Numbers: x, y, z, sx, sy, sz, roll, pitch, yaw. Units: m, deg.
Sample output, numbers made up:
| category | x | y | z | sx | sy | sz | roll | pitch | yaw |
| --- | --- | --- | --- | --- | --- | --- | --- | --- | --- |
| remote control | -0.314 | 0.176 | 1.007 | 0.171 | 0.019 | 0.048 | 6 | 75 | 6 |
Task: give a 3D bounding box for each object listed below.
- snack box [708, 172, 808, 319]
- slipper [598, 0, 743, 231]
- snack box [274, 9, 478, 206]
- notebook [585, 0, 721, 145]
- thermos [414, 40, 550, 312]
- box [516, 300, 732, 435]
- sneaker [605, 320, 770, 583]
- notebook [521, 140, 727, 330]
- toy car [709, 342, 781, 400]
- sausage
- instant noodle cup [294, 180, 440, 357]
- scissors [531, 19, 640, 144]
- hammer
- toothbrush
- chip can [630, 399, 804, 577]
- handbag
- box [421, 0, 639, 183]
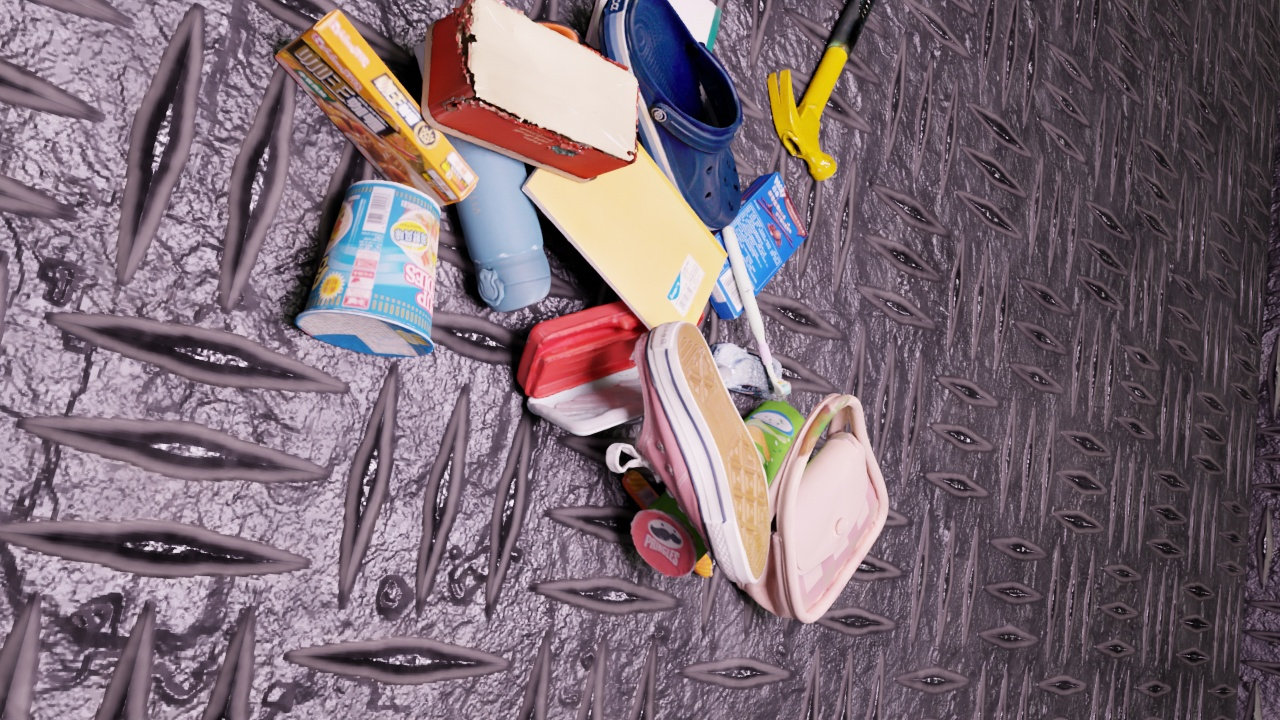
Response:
| category | x | y | z | sx | sy | sz | roll | pitch | yaw |
| --- | --- | --- | --- | --- | --- | --- | --- | --- | --- |
| snack box | 0.116 | -0.124 | 0.981 | 0.156 | 0.026 | 0.084 | -47 | 118 | -31 |
| slipper | 0.049 | -0.233 | 0.849 | 0.104 | 0.095 | 0.253 | -60 | 137 | -29 |
| snack box | -0.193 | -0.178 | 0.679 | 0.154 | 0.075 | 0.026 | 50 | 59 | -29 |
| notebook | 0.008 | -0.292 | 0.897 | 0.150 | 0.012 | 0.209 | 24 | 75 | -40 |
| thermos | -0.125 | -0.150 | 0.745 | 0.070 | 0.070 | 0.220 | -22 | 103 | -39 |
| box | -0.004 | 0.008 | 0.825 | 0.200 | 0.100 | 0.096 | -18 | 144 | -40 |
| sneaker | 0.040 | 0.083 | 0.779 | 0.118 | 0.088 | 0.241 | -46 | 119 | -55 |
| notebook | -0.004 | -0.120 | 0.811 | 0.206 | 0.010 | 0.145 | 47 | 49 | -25 |
| toy car | 0.112 | 0.012 | 0.974 | 0.105 | 0.031 | 0.049 | 15 | 78 | -38 |
| sausage | 0.029 | 0.163 | 0.906 | 0.021 | 0.021 | 0.165 | -53 | 121 | -28 |
| instant noodle cup | -0.192 | -0.069 | 0.674 | 0.099 | 0.099 | 0.109 | 21 | 69 | -39 |
| scissors | -0.034 | -0.262 | 0.840 | 0.220 | 0.022 | 0.233 | 3 | 89 | -48 |
| hammer | 0.232 | -0.363 | 1.081 | 0.129 | 0.033 | 0.300 | 43 | 63 | -34 |
| toothbrush | 0.119 | -0.050 | 0.951 | 0.029 | 0.020 | 0.189 | -60 | 131 | -70 |
| chip can | 0.086 | 0.119 | 0.905 | 0.235 | 0.072 | 0.072 | -35 | 112 | -45 |
| handbag | 0.181 | 0.133 | 0.941 | 0.192 | 0.093 | 0.234 | -41 | 139 | -36 |
| box | -0.073 | -0.204 | 0.694 | 0.168 | 0.078 | 0.091 | 11 | 75 | -45 |
